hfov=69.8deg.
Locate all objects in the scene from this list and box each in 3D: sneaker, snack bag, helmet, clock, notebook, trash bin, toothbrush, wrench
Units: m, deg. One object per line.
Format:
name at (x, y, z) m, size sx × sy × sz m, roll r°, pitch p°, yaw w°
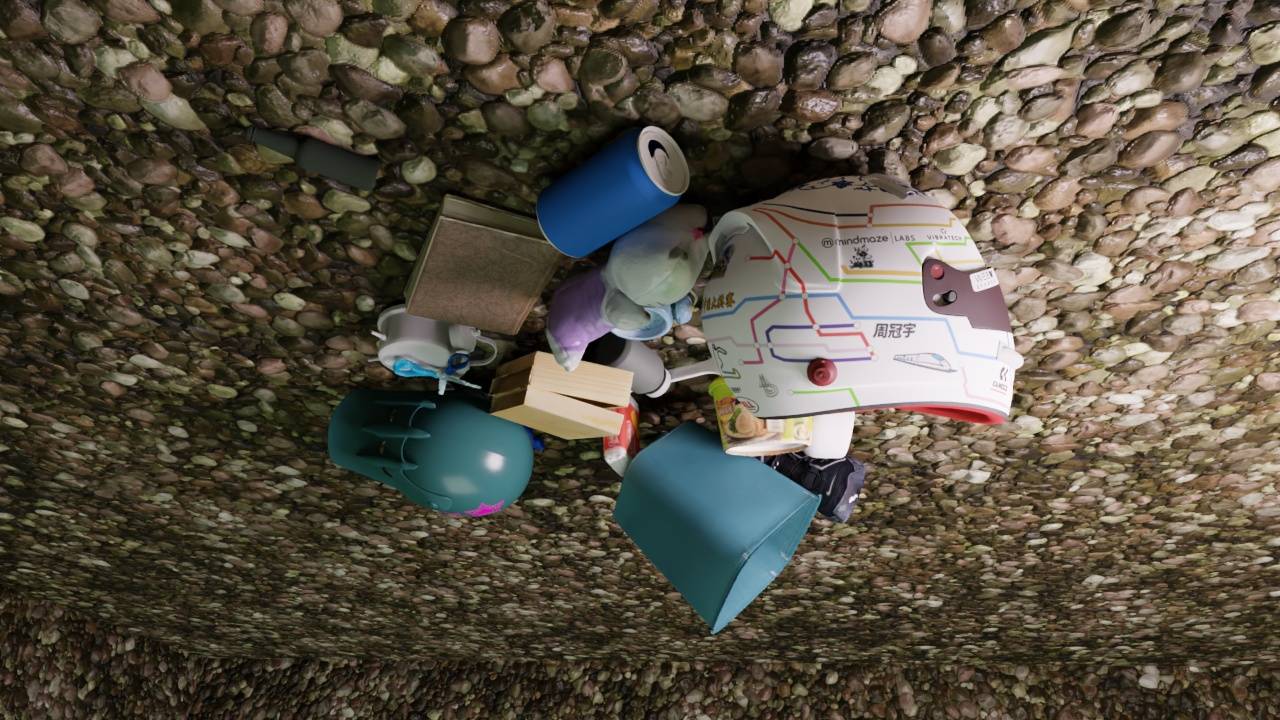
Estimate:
sneaker at (0.226, 0.157, 1.362) m, size 0.150 × 0.097 × 0.253 m, roll 25°, pitch 176°, yaw -13°
snack bag at (-0.027, 0.102, 1.315) m, size 0.036 × 0.115 × 0.077 m, roll -11°, pitch 149°, yaw 16°
helmet at (-0.296, 0.128, 1.332) m, size 0.275 × 0.176 × 0.200 m, roll 8°, pitch 163°, yaw 19°
helmet at (0.214, -0.059, 0.888) m, size 0.314 × 0.236 × 0.231 m, roll 2°, pitch 178°, yaw -14°
clock at (0.009, -0.067, 1.077) m, size 0.125 × 0.051 × 0.088 m, roll -18°, pitch 143°, yaw 32°
notebook at (-0.160, -0.098, 1.056) m, size 0.190 × 0.034 × 0.216 m, roll 13°, pitch 149°, yaw -19°
trash bin at (0.096, 0.218, 1.289) m, size 0.218 × 0.198 × 0.197 m, roll 38°, pitch 135°, yaw 24°
clock at (-0.264, -0.024, 1.179) m, size 0.159 × 0.061 × 0.120 m, roll 7°, pitch 151°, yaw -16°
toothbrush at (-0.181, 0.094, 1.419) m, size 0.011 × 0.016 × 0.187 m, roll -6°, pitch 147°, yaw 11°
wrench at (0.025, 0.025, 1.251) m, size 0.274 × 0.047 × 0.009 m, roll -15°, pitch 146°, yaw 32°

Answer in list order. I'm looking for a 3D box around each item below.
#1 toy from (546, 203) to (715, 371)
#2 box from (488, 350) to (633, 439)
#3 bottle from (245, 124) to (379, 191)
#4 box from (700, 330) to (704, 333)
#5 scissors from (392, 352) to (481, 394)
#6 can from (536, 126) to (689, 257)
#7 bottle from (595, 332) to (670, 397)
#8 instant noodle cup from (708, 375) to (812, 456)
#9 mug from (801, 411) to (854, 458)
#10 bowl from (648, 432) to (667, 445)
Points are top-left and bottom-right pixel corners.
toy at (-0.015, -0.085, 0.962) m, size 0.210 × 0.137 × 0.085 m, roll -35°, pitch 109°, yaw 31°
box at (-0.111, 0.050, 1.177) m, size 0.128 × 0.091 × 0.250 m, roll 10°, pitch 171°, yaw -18°
bottle at (-0.318, -0.200, 0.893) m, size 0.123 × 0.033 × 0.033 m, roll 17°, pitch 148°, yaw -23°
box at (0.184, -0.032, 1.146) m, size 0.187 × 0.078 × 0.113 m, roll 18°, pitch 176°, yaw -21°
scissors at (-0.248, 0.017, 1.175) m, size 0.127 × 0.014 × 0.127 m, roll -23°, pitch 146°, yaw 35°
can at (-0.030, -0.161, 0.887) m, size 0.146 × 0.078 × 0.079 m, roll -24°, pitch 141°, yaw 39°
bottle at (-0.007, 0.007, 1.201) m, size 0.060 × 0.060 × 0.108 m, roll -16°, pitch 145°, yaw 30°
instant noodle cup at (0.166, 0.072, 1.229) m, size 0.146 × 0.097 × 0.146 m, roll -2°, pitch 165°, yaw -1°
mug at (0.258, 0.081, 1.285) m, size 0.076 × 0.090 × 0.124 m, roll 11°, pitch 133°, yaw 5°
bowl at (0.051, 0.145, 1.452) m, size 0.121 × 0.046 × 0.121 m, roll 2°, pitch 151°, yaw 1°
